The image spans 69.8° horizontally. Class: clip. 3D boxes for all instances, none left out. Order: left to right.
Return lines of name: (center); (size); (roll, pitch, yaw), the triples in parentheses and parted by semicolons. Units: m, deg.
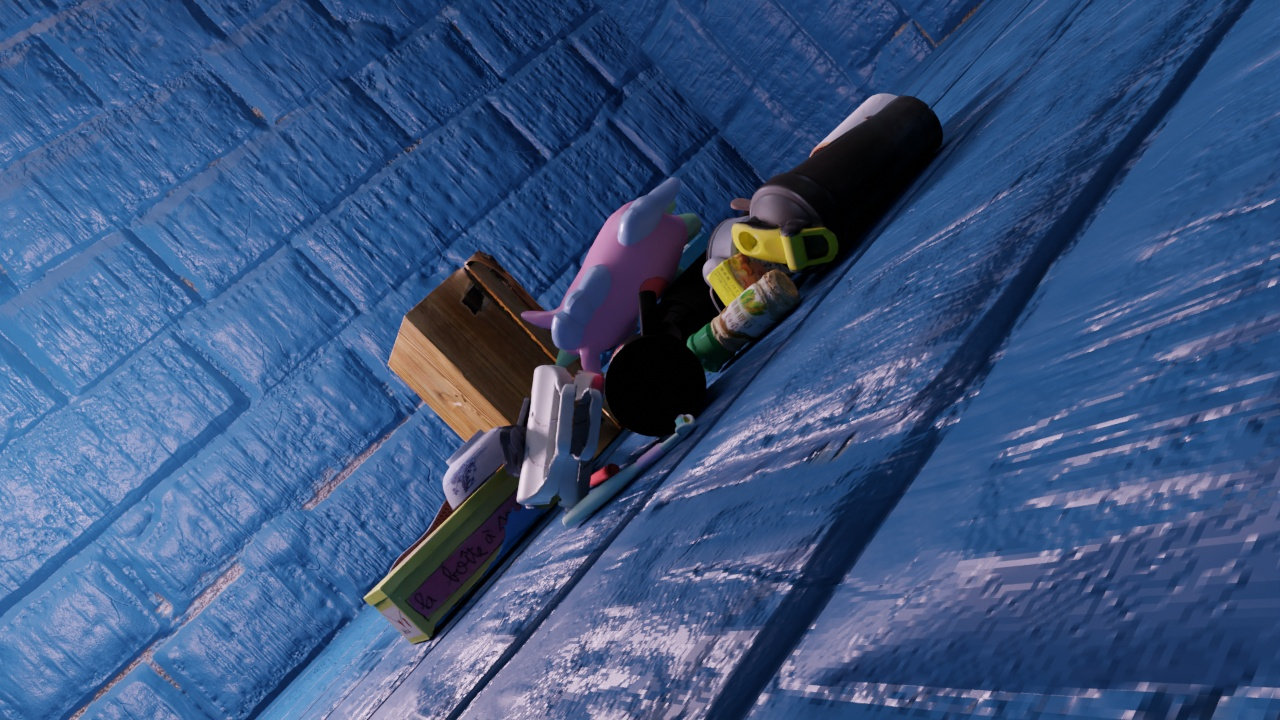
clip: (-0.075, 0.063, 0.783); (0.152, 0.101, 0.126); (71, -157, -73)

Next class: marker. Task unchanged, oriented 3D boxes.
marker: (-0.051, 0.119, 0.890); (0.012, 0.013, 0.142); (-46, 4, -29)

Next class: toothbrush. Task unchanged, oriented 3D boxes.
toothbrush: (-0.013, 0.091, 0.735); (0.155, 0.015, 0.022); (-43, 2, 28)

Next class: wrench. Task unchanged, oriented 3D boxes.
wrench: (-0.086, 0.087, 0.910); (0.273, 0.022, 0.073); (48, -134, -74)

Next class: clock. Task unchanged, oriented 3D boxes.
clock: (0.105, -0.092, 0.922); (0.035, 0.094, 0.122); (-5, 40, 46)

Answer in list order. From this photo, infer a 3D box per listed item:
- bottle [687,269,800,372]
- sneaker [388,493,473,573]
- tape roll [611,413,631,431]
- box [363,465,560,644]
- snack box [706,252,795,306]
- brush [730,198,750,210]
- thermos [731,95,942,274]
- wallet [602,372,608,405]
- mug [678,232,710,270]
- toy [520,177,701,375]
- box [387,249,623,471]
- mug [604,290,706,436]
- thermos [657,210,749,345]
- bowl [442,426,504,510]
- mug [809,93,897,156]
bottle: (0.092, -0.034, 0.821); (0.111, 0.043, 0.043); (-41, 4, 32)
sneaker: (-0.253, 0.270, 1.159); (0.240, 0.083, 0.098); (-66, -13, -64)
tape roll: (0.011, 0.037, 1.028); (0.094, 0.027, 0.094); (-44, 3, 3)
box: (-0.192, 0.203, 1.017); (0.220, 0.079, 0.125); (-47, 4, -28)
snack box: (0.126, -0.095, 0.888); (0.147, 0.040, 0.029); (-29, -7, -41)
brush: (0.161, -0.166, 0.999); (0.049, 0.136, 0.015); (-49, -37, -42)
thermos: (0.191, -0.163, 0.854); (0.220, 0.098, 0.098); (-39, 1, -24)
wallet: (-0.006, 0.006, 1.046); (0.116, 0.037, 0.118); (-42, 1, 40)
mug: (0.080, -0.094, 1.156); (0.112, 0.104, 0.084); (-43, 3, 9)
toy: (-0.024, -0.090, 0.982); (0.170, 0.120, 0.223); (-32, -25, -37)
box: (-0.151, 0.011, 1.167); (0.191, 0.279, 0.252); (-45, 3, -23)
mug: (0.010, -0.001, 0.780); (0.082, 0.118, 0.098); (-5, 4, 0)
thermos: (0.089, -0.078, 0.997); (0.198, 0.086, 0.086); (-47, 4, -34)
bowl: (-0.180, 0.109, 1.013); (0.114, 0.045, 0.114); (-43, 3, 2)
mug: (0.245, -0.227, 0.993); (0.105, 0.082, 0.082); (-45, 3, -24)
